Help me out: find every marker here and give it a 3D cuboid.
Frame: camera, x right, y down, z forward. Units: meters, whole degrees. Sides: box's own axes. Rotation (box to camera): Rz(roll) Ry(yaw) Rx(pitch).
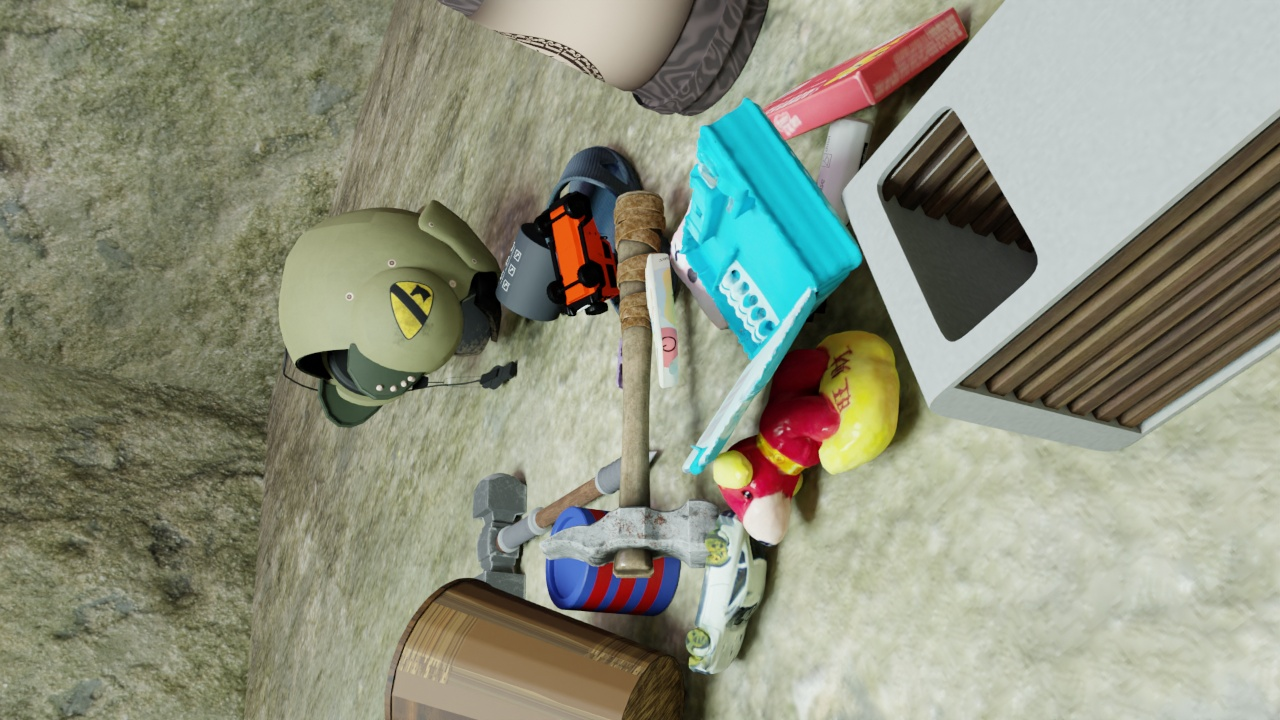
[{"bbox_3d":[0.116,-0.085,0.566,0.025,0.025,0.126,-142,60,-60],"label":"marker"}]

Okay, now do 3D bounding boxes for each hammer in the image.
[{"bbox_3d":[-0.004,0.004,0.684,0.049,0.121,0.318,82,-172,-61],"label":"hammer"},{"bbox_3d":[-0.075,0.137,0.842,0.323,0.043,0.155,-37,48,49],"label":"hammer"}]

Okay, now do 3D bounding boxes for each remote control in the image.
[{"bbox_3d":[0.015,-0.031,0.632,0.125,0.018,0.038,-95,1,-54],"label":"remote control"}]

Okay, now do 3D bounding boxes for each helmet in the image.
[{"bbox_3d":[-0.254,-0.053,0.992,0.251,0.255,0.232,-25,62,58],"label":"helmet"}]

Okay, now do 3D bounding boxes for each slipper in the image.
[{"bbox_3d":[-0.046,-0.120,0.839,0.101,0.082,0.263,-63,32,28],"label":"slipper"}]

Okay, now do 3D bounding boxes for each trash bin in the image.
[{"bbox_3d":[0.198,-0.083,0.324,0.230,0.114,0.114,-52,37,41],"label":"trash bin"}]

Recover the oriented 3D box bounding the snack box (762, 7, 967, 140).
[{"bbox_3d":[0.117,-0.163,0.553,0.021,0.089,0.133,59,155,-13],"label":"snack box"}]

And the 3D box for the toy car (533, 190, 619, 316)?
[{"bbox_3d":[-0.050,-0.087,0.762,0.051,0.048,0.100,-22,76,45],"label":"toy car"}]

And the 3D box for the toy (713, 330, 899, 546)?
[{"bbox_3d":[0.094,0.037,0.536,0.138,0.067,0.105,-51,28,28],"label":"toy"}]

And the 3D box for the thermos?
[{"bbox_3d":[-0.034,-0.309,0.735,0.173,0.226,0.172,-34,50,53],"label":"thermos"}]

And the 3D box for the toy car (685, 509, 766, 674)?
[{"bbox_3d":[0.058,0.146,0.577,0.033,0.048,0.105,11,88,29],"label":"toy car"}]

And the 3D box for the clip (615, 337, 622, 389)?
[{"bbox_3d":[-0.010,-0.002,0.799,0.037,0.013,0.053,-50,36,41],"label":"clip"}]

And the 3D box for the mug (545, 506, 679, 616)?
[{"bbox_3d":[-0.031,0.151,0.705,0.112,0.076,0.075,3,82,63],"label":"mug"}]

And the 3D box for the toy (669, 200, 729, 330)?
[{"bbox_3d":[0.050,-0.083,0.664,0.099,0.052,0.096,-115,19,-50],"label":"toy"}]

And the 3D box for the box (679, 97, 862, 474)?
[{"bbox_3d":[0.061,-0.022,0.505,0.227,0.083,0.172,89,180,-82],"label":"box"}]

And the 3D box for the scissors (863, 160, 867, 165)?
[{"bbox_3d":[0.153,-0.078,0.518,0.090,0.014,0.171,-46,39,48],"label":"scissors"}]

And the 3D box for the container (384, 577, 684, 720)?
[{"bbox_3d":[-0.066,0.232,0.631,0.167,0.132,0.132,6,83,28],"label":"container"}]

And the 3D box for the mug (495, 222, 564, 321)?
[{"bbox_3d":[-0.102,-0.098,0.962,0.105,0.071,0.078,-73,7,-66],"label":"mug"}]
